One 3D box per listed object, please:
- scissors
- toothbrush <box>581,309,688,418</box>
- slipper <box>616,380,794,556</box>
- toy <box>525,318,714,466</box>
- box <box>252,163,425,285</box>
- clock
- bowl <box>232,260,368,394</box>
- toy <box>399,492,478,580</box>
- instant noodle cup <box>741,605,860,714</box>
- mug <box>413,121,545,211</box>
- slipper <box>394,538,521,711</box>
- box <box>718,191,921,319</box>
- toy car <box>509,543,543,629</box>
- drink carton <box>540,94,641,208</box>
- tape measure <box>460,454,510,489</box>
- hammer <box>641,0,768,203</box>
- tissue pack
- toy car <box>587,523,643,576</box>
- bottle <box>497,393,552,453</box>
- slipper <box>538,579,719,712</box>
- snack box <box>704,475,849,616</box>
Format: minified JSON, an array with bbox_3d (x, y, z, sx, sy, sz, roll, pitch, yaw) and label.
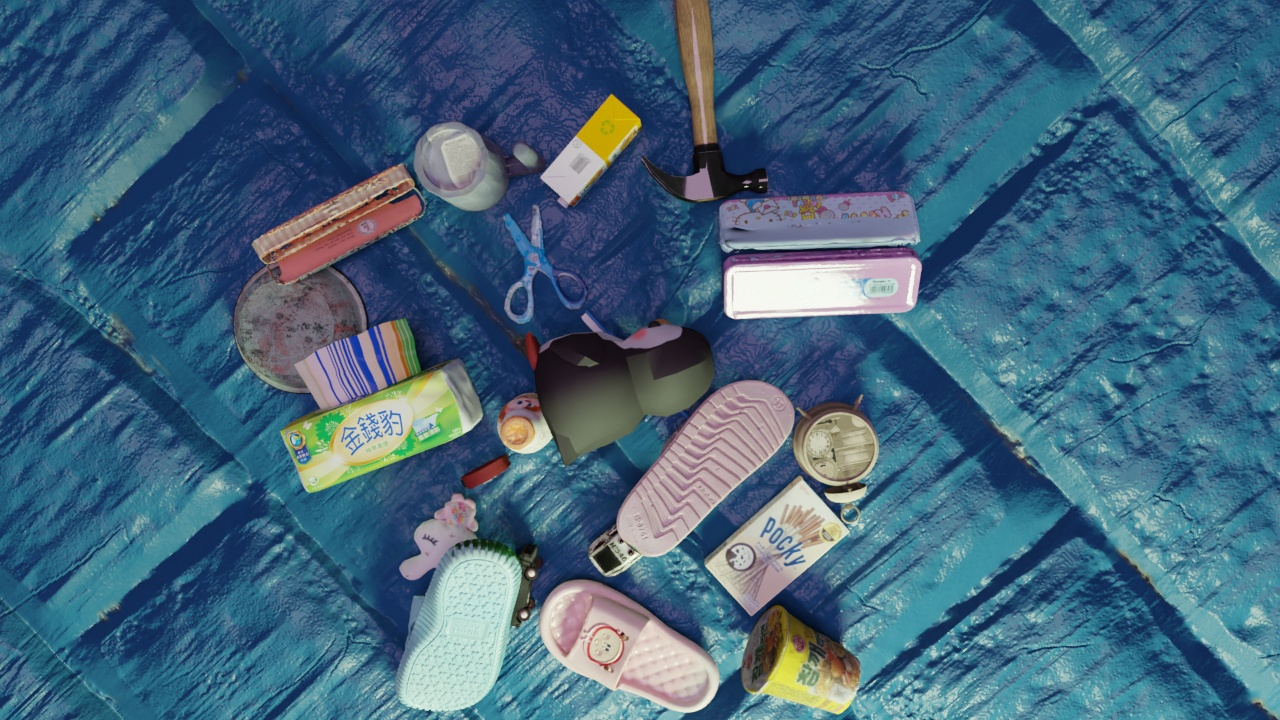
[{"bbox_3d":[-0.106,-0.111,1.032,0.113,0.013,0.140,2,93,3],"label":"scissors"},{"bbox_3d":[-0.006,0.006,1.034,0.014,0.016,0.166,-43,92,7],"label":"toothbrush"},{"bbox_3d":[0.067,0.115,1.018,0.094,0.064,0.239,44,82,2],"label":"slipper"},{"bbox_3d":[-0.011,0.028,0.960,0.184,0.159,0.140,-16,57,5],"label":"toy"},{"bbox_3d":[-0.325,-0.146,0.996,0.187,0.054,0.076,-31,125,-9],"label":"box"},{"bbox_3d":[0.221,0.112,1.015,0.093,0.054,0.141,-11,92,3],"label":"clock"},{"bbox_3d":[-0.391,-0.039,1.036,0.157,0.038,0.157,0,95,2],"label":"bowl"},{"bbox_3d":[-0.223,0.211,1.050,0.076,0.037,0.125,27,103,-8],"label":"toy"},{"bbox_3d":[0.181,0.340,1.020,0.108,0.102,0.102,26,95,-9],"label":"instant noodle cup"},{"bbox_3d":[-0.170,-0.209,0.979,0.124,0.104,0.084,-7,93,3],"label":"mug"},{"bbox_3d":[-0.201,0.292,1.028,0.116,0.069,0.277,15,119,-10],"label":"slipper"},{"bbox_3d":[0.193,-0.117,0.996,0.214,0.062,0.140,-2,92,3],"label":"box"},{"bbox_3d":[-0.136,0.257,1.048,0.037,0.040,0.092,11,97,2],"label":"toy car"},{"bbox_3d":[-0.055,-0.223,0.995,0.040,0.058,0.122,41,95,-1],"label":"drink carton"},{"bbox_3d":[-0.177,0.129,1.034,0.059,0.051,0.019,-28,93,4],"label":"tape measure"},{"bbox_3d":[0.056,-0.327,0.996,0.132,0.040,0.305,-6,94,0],"label":"hammer"},{"bbox_3d":[-0.290,0.039,1.003,0.197,0.120,0.141,-22,96,-3],"label":"tissue pack"},{"bbox_3d":[-0.008,0.200,1.039,0.113,0.040,0.048,-39,93,4],"label":"toy car"},{"bbox_3d":[-0.125,0.071,0.998,0.063,0.109,0.063,0,94,3],"label":"bottle"},{"bbox_3d":[-0.015,0.332,1.044,0.221,0.055,0.107,28,97,-1],"label":"slipper"},{"bbox_3d":[0.154,0.210,1.040,0.150,0.026,0.082,-43,91,6],"label":"snack box"}]
